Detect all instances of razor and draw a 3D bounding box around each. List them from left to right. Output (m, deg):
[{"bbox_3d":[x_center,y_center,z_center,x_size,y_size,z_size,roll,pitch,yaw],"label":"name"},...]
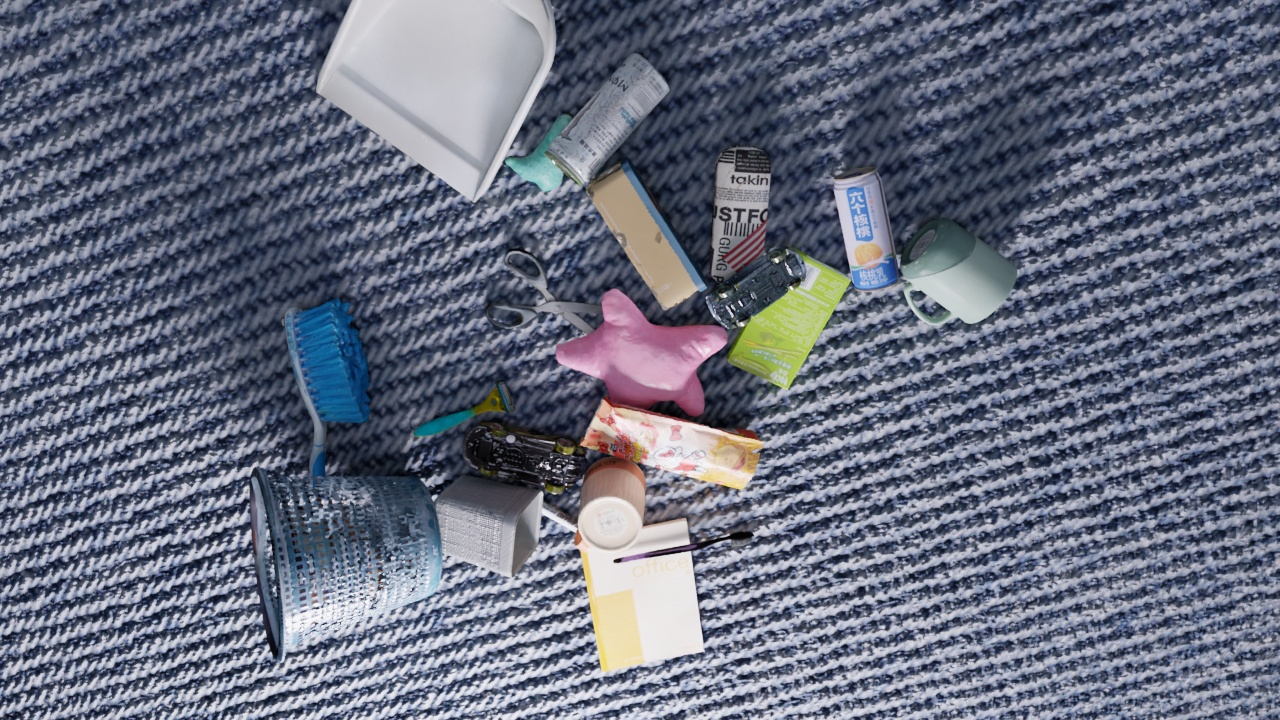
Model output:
[{"bbox_3d":[-0.223,0.068,1.149,0.132,0.028,0.043,-23,84,6],"label":"razor"}]

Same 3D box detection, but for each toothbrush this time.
[{"bbox_3d":[0.057,0.247,1.199,0.189,0.014,0.017,-10,124,-5],"label":"toothbrush"}]

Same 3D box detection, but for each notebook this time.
[{"bbox_3d":[0.004,0.315,1.225,0.146,0.010,0.206,-10,109,-7],"label":"notebook"}]

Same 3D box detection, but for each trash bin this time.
[{"bbox_3d":[-0.353,0.227,1.108,0.194,0.227,0.227,-6,112,-29],"label":"trash bin"}]

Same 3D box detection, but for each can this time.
[{"bbox_3d":[-0.036,-0.262,1.000,0.058,0.058,0.147,42,93,-12],"label":"can"},{"bbox_3d":[0.258,-0.150,1.048,0.053,0.053,0.135,-14,108,6],"label":"can"}]

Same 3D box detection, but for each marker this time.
[{"bbox_3d":[-0.090,0.214,1.202,0.146,0.016,0.017,31,107,-9],"label":"marker"}]

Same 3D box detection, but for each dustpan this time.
[{"bbox_3d":[-0.206,-0.323,0.956,0.222,0.142,0.258,35,105,-10],"label":"dustpan"}]

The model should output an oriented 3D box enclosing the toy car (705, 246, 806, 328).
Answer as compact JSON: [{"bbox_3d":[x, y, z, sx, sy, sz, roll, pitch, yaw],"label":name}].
[{"bbox_3d":[0.133,-0.086,1.053,0.121,0.036,0.054,-33,121,4],"label":"toy car"}]

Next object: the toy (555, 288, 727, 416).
[{"bbox_3d":[-0.007,0.006,1.100,0.194,0.074,0.179,17,121,-4],"label":"toy"}]

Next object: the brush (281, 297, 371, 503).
[{"bbox_3d":[-0.388,0.075,1.147,0.109,0.060,0.315,-4,111,8],"label":"brush"}]

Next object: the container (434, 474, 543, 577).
[{"bbox_3d":[-0.194,0.204,1.155,0.114,0.090,0.090,12,110,13],"label":"container"}]

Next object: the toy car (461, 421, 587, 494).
[{"bbox_3d":[-0.146,0.119,1.157,0.158,0.042,0.070,15,109,-7],"label":"toy car"}]

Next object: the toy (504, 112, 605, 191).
[{"bbox_3d":[-0.092,-0.233,1.042,0.096,0.030,0.092,32,109,-17],"label":"toy"}]

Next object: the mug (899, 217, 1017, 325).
[{"bbox_3d":[0.351,-0.095,1.053,0.106,0.082,0.112,32,119,-10],"label":"mug"}]

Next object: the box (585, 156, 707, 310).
[{"bbox_3d":[0.011,-0.139,1.041,0.060,0.089,0.184,-33,107,11],"label":"box"}]

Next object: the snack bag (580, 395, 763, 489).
[{"bbox_3d":[0.037,0.100,1.122,0.208,0.073,0.129,13,150,-9],"label":"snack bag"}]

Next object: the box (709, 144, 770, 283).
[{"bbox_3d":[0.113,-0.162,1.048,0.070,0.055,0.164,-7,113,-16],"label":"box"}]

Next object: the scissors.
[{"bbox_3d":[-0.105,-0.068,1.110,0.178,0.014,0.159,-19,110,5],"label":"scissors"}]

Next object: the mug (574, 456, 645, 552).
[{"bbox_3d":[-0.045,0.190,1.146,0.081,0.105,0.115,37,105,-10],"label":"mug"}]

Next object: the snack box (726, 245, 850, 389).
[{"bbox_3d":[0.176,-0.050,1.099,0.086,0.026,0.156,24,108,-7],"label":"snack box"}]
